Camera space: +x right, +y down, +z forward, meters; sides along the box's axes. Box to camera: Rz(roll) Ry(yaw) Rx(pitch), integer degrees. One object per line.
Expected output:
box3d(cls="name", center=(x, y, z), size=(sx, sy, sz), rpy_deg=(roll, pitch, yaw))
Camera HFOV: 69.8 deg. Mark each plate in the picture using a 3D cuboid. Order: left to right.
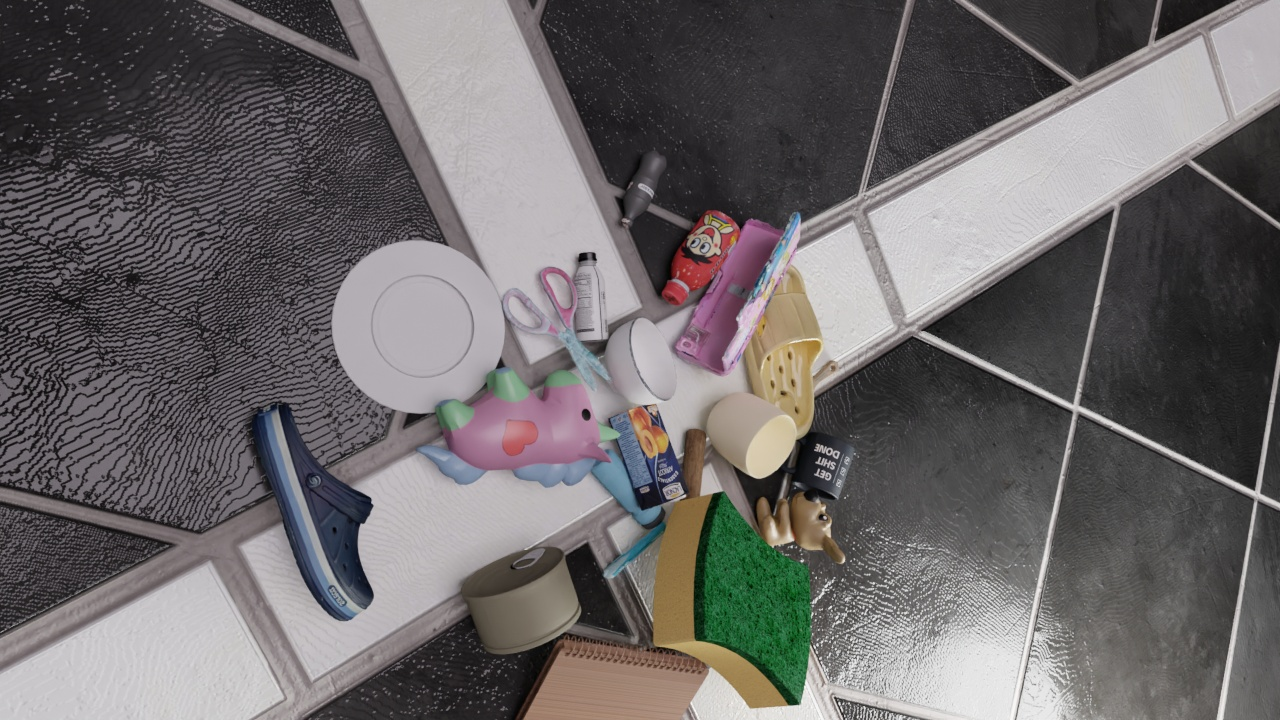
box3d(cls="plate", center=(-0.261, -0.041, 1.100), size=(0.208, 0.015, 0.208), rpy_deg=(1, 88, -27))

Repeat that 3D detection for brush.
box3d(cls="brush", center=(0.124, 0.309, 1.176), size=(0.250, 0.075, 0.194), rpy_deg=(43, 43, -34))
box3d(cls="brush", center=(0.240, 0.044, 1.353), size=(0.151, 0.012, 0.039), rpy_deg=(-37, 103, -24))

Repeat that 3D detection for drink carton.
box3d(cls="drink carton", center=(0.011, 0.125, 1.191), size=(0.064, 0.040, 0.130), rpy_deg=(-11, 79, -50))

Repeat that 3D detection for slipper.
box3d(cls="slipper", center=(-0.342, 0.161, 1.000), size=(0.095, 0.105, 0.253), rpy_deg=(-23, 96, -19))
box3d(cls="slipper", center=(0.205, -0.016, 1.294), size=(0.111, 0.079, 0.261), rpy_deg=(-4, 87, -20))

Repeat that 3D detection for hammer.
box3d(cls="hammer", center=(0.059, 0.251, 1.229), size=(0.129, 0.040, 0.321), rpy_deg=(18, 74, -45))

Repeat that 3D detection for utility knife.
box3d(cls="utility knife", center=(0.001, 0.241, 1.198), size=(0.124, 0.015, 0.022), rpy_deg=(-41, 148, 1))

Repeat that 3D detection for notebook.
box3d(cls="notebook", center=(-0.034, 0.421, 1.147), size=(0.210, 0.022, 0.169), rpy_deg=(17, 112, -25))

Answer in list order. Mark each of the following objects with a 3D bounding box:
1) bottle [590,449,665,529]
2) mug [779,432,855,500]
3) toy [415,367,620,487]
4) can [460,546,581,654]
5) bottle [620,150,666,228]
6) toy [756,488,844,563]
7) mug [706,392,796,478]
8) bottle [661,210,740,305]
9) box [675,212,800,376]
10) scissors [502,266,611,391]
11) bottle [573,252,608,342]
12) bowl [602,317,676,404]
box3d(cls="bottle", center=(-0.013, 0.174, 1.204), size=(0.040, 0.040, 0.130), rpy_deg=(-47, 109, -21))
box3d(cls="mug", center=(0.248, 0.147, 1.328), size=(0.105, 0.071, 0.077), rpy_deg=(22, 77, 3))
box3d(cls="toy", center=(-0.146, 0.094, 1.107), size=(0.221, 0.120, 0.171), rpy_deg=(-32, 98, -19))
box3d(cls="can", center=(-0.140, 0.282, 1.087), size=(0.127, 0.128, 0.073), rpy_deg=(-22, 100, -26))
box3d(cls="bottle", center=(0.001, -0.228, 1.227), size=(0.036, 0.036, 0.109), rpy_deg=(29, 76, -23))
box3d(cls="toy", center=(0.221, 0.232, 1.297), size=(0.108, 0.134, 0.106), rpy_deg=(-3, 113, -1))
box3d(cls="mug", center=(0.147, 0.102, 1.257), size=(0.096, 0.100, 0.120), rpy_deg=(-43, 135, -14))
box3d(cls="bottle", center=(0.077, -0.136, 1.250), size=(0.062, 0.062, 0.137), rpy_deg=(41, 70, -20))
box3d(cls="box", center=(0.131, -0.102, 1.237), size=(0.086, 0.106, 0.230), rpy_deg=(24, 74, 19))
box3d(cls="scissors", center=(-0.107, -0.027, 1.149), size=(0.105, 0.016, 0.179), rpy_deg=(-24, 83, -15))
box3d(cls="bottle", center=(-0.065, -0.082, 1.186), size=(0.041, 0.041, 0.116), rpy_deg=(-4, 90, -27))
box3d(cls="bowl", center=(-0.007, 0.007, 1.188), size=(0.113, 0.063, 0.113), rpy_deg=(41, 39, -44))
